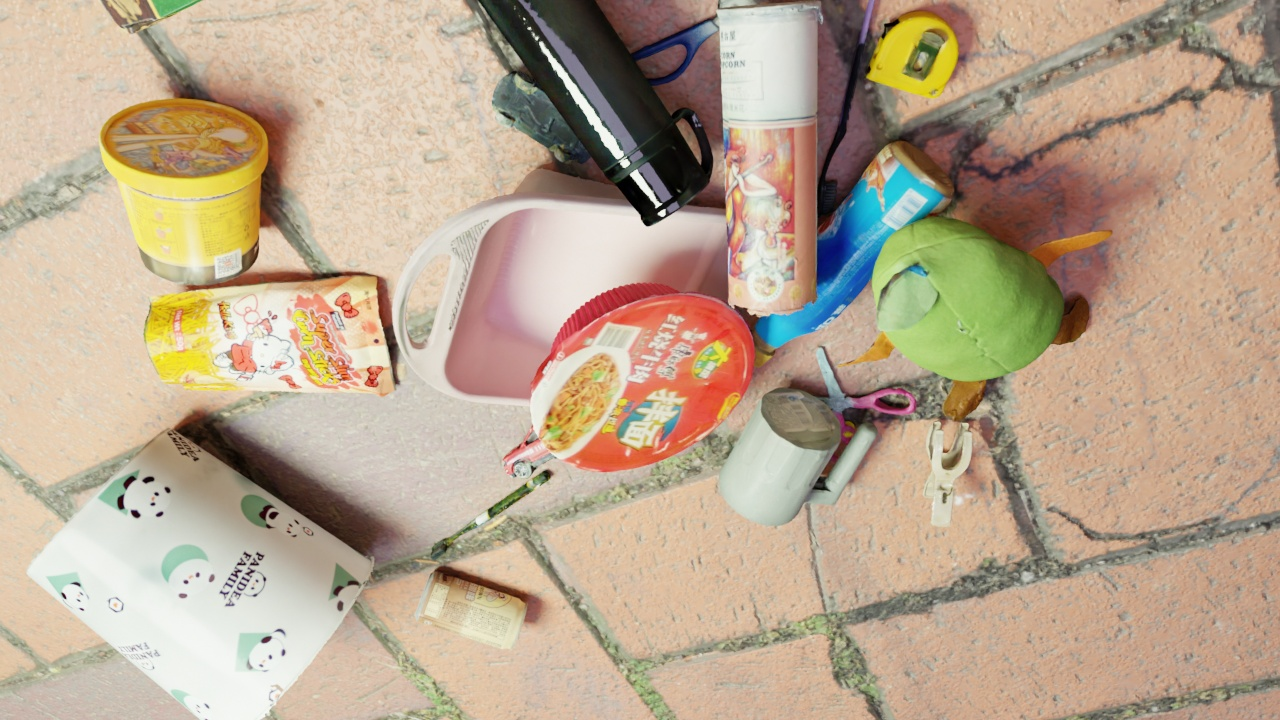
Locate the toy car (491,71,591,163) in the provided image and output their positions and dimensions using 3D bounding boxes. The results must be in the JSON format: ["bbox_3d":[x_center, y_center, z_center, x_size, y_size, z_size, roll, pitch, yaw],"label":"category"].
[{"bbox_3d":[-0.072,-0.191,0.716,0.090,0.034,0.043,28,125,-9],"label":"toy car"}]

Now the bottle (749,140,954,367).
[{"bbox_3d":[0.156,-0.076,0.746,0.065,0.065,0.219,31,123,-13],"label":"bottle"}]

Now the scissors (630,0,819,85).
[{"bbox_3d":[0.054,-0.257,0.669,0.176,0.012,0.163,40,119,-20],"label":"scissors"}]

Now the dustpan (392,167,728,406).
[{"bbox_3d":[-0.051,-0.035,0.756,0.273,0.138,0.223,18,123,-4],"label":"dustpan"}]

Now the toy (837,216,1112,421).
[{"bbox_3d":[0.261,-0.039,0.724,0.227,0.089,0.246,-34,141,24],"label":"toy"}]

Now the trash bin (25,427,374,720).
[{"bbox_3d":[-0.445,0.218,0.935,0.252,0.229,0.230,43,119,-15],"label":"trash bin"}]

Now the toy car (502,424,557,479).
[{"bbox_3d":[-0.082,0.072,0.884,0.121,0.052,0.045,-32,93,18],"label":"toy car"}]

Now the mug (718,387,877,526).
[{"bbox_3d":[0.146,0.090,0.848,0.124,0.083,0.104,6,131,-17],"label":"mug"}]

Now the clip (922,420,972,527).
[{"bbox_3d":[0.287,0.103,0.865,0.034,0.070,0.100,1,117,5],"label":"clip"}]

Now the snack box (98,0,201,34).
[{"bbox_3d":[-0.324,-0.304,0.636,0.105,0.118,0.118,-15,122,2],"label":"snack box"}]

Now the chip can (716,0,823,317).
[{"bbox_3d":[0.095,-0.144,0.667,0.071,0.071,0.215,-1,112,8],"label":"chip can"}]

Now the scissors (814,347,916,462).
[{"bbox_3d":[0.192,0.042,0.851,0.134,0.017,0.133,-14,117,20],"label":"scissors"}]

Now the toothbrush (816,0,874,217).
[{"bbox_3d":[0.159,-0.194,0.696,0.016,0.014,0.189,5,124,-5],"label":"toothbrush"}]

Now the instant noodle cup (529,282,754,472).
[{"bbox_3d":[-0.005,0.004,0.762,0.193,0.065,0.194,-14,136,-14],"label":"instant noodle cup"}]

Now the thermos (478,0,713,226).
[{"bbox_3d":[-0.036,-0.217,0.660,0.242,0.089,0.069,53,146,-15],"label":"thermos"}]

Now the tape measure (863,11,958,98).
[{"bbox_3d":[0.200,-0.221,0.663,0.060,0.028,0.057,16,124,-4],"label":"tape measure"}]

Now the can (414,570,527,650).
[{"bbox_3d":[-0.190,0.282,1.034,0.116,0.058,0.059,21,124,-6],"label":"can"}]

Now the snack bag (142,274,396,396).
[{"bbox_3d":[-0.340,-0.018,0.858,0.208,0.073,0.129,-1,123,-1],"label":"snack bag"}]

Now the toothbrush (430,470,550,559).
[{"bbox_3d":[-0.163,0.167,0.978,0.186,0.017,0.012,-36,110,26],"label":"toothbrush"}]

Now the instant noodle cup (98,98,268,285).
[{"bbox_3d":[-0.364,-0.133,0.748,0.118,0.118,0.115,14,131,-2],"label":"instant noodle cup"}]
